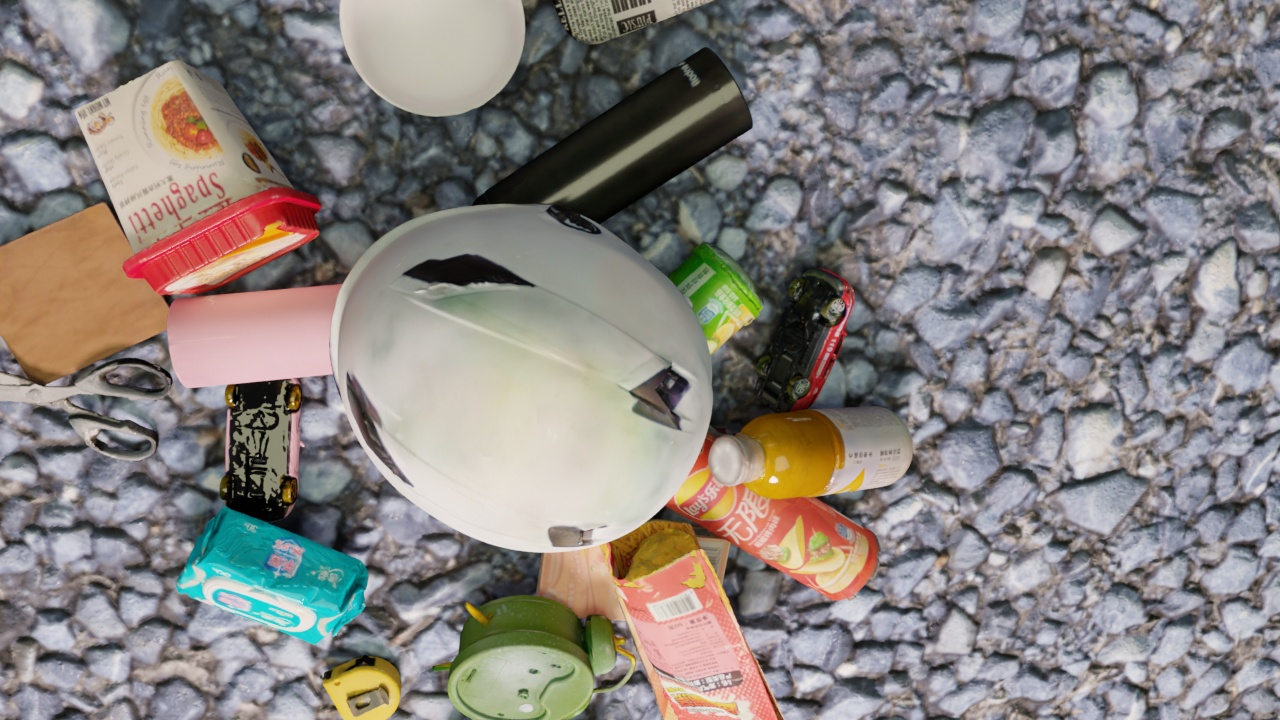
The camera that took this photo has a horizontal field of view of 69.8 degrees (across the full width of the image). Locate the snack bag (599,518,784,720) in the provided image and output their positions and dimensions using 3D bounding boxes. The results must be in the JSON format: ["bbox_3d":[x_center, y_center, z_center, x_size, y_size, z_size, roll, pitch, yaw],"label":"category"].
[{"bbox_3d":[0.042,0.233,0.741,0.129,0.073,0.208,-8,114,39],"label":"snack bag"}]

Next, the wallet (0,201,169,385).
[{"bbox_3d":[-0.410,-0.046,0.660,0.115,0.020,0.101,-24,108,-3],"label":"wallet"}]

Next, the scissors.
[{"bbox_3d":[-0.429,0.028,0.660,0.164,0.014,0.163,-24,122,-6],"label":"scissors"}]

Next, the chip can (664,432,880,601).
[{"bbox_3d":[0.095,0.122,0.749,0.216,0.073,0.073,31,99,-20],"label":"chip can"}]

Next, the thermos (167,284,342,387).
[{"bbox_3d":[-0.228,-0.020,0.658,0.198,0.087,0.067,-5,101,-8],"label":"thermos"}]

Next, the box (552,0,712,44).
[{"bbox_3d":[0.015,-0.277,0.652,0.164,0.051,0.068,-20,97,-4],"label":"box"}]

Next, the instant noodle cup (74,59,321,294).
[{"bbox_3d":[-0.297,-0.121,0.613,0.116,0.116,0.124,-28,96,0],"label":"instant noodle cup"}]

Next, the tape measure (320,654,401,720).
[{"bbox_3d":[-0.231,0.280,0.772,0.057,0.029,0.060,-22,108,-3],"label":"tape measure"}]

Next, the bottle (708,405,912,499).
[{"bbox_3d":[0.134,0.071,0.712,0.189,0.068,0.068,0,107,-39],"label":"bottle"}]

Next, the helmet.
[{"bbox_3d":[-0.070,0.024,0.580,0.258,0.146,0.229,28,101,-20],"label":"helmet"}]

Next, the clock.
[{"bbox_3d":[-0.082,0.250,0.756,0.161,0.056,0.116,17,125,-18],"label":"clock"}]

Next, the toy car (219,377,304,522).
[{"bbox_3d":[-0.287,0.063,0.701,0.056,0.037,0.122,4,92,-8],"label":"toy car"}]

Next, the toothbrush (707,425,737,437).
[{"bbox_3d":[0.067,0.064,0.762,0.187,0.017,0.016,13,105,-12],"label":"toothbrush"}]

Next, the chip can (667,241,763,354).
[{"bbox_3d":[-0.004,0.004,0.707,0.221,0.072,0.072,-43,107,5],"label":"chip can"}]

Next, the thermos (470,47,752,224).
[{"bbox_3d":[-0.033,-0.123,0.662,0.242,0.090,0.068,-34,149,2],"label":"thermos"}]

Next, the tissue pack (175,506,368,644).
[{"bbox_3d":[-0.279,0.170,0.703,0.133,0.050,0.093,26,139,-15],"label":"tissue pack"}]

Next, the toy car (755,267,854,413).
[{"bbox_3d":[0.133,-0.014,0.734,0.045,0.053,0.121,5,113,-37],"label":"toy car"}]

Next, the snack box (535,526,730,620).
[{"bbox_3d":[-0.007,0.179,0.779,0.157,0.026,0.084,6,105,-10],"label":"snack box"}]

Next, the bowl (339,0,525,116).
[{"bbox_3d":[-0.139,-0.228,0.625,0.118,0.064,0.118,-2,107,-8],"label":"bowl"}]
